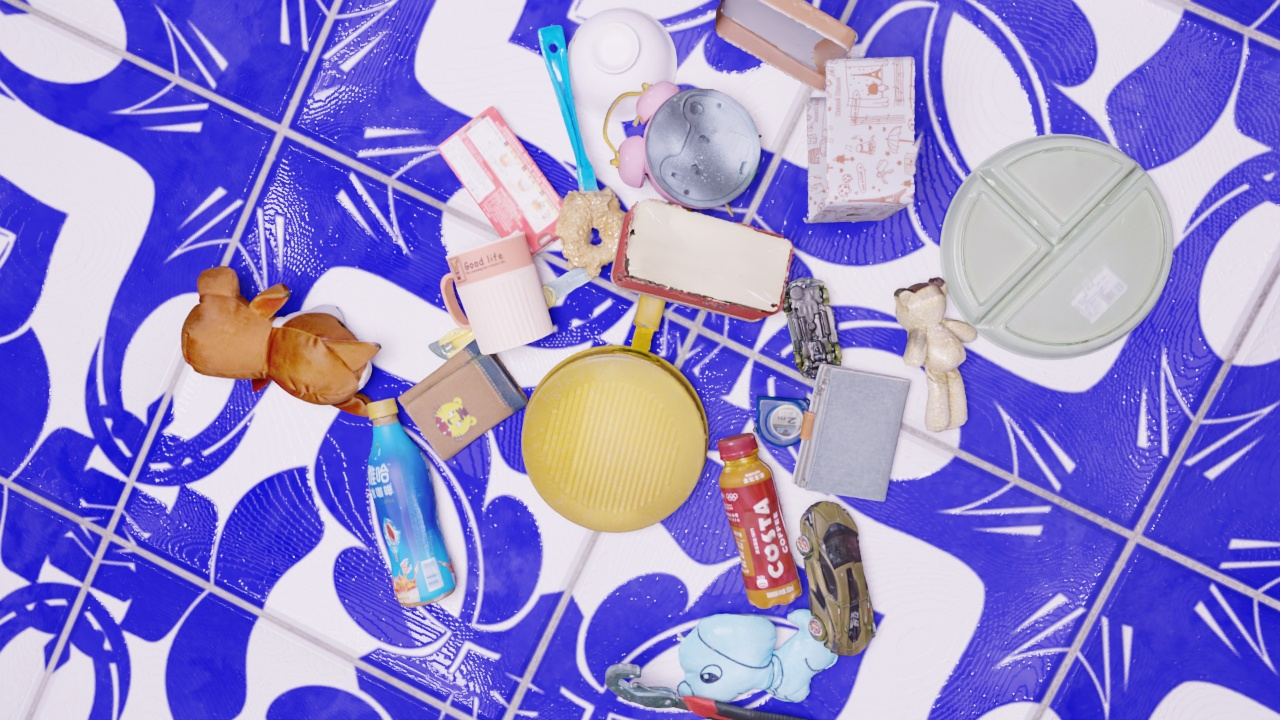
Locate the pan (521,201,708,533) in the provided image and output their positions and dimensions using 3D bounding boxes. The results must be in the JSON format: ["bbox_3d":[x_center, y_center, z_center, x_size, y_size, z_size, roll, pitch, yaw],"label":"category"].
[{"bbox_3d":[-0.006,0.006,0.959,0.198,0.078,0.358,16,100,0],"label":"pan"}]

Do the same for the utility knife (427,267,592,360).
[{"bbox_3d":[-0.135,-0.053,0.984,0.205,0.021,0.031,-29,99,1],"label":"utility knife"}]

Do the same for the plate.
[{"bbox_3d":[0.421,-0.114,0.923,0.230,0.027,0.230,0,93,6],"label":"plate"}]

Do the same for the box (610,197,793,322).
[{"bbox_3d":[0.063,-0.100,0.903,0.168,0.076,0.091,13,83,-14],"label":"box"}]

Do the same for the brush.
[{"bbox_3d":[-0.064,-0.210,0.932,0.083,0.046,0.254,-13,95,-10],"label":"brush"}]

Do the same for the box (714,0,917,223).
[{"bbox_3d":[0.171,-0.250,0.863,0.134,0.179,0.270,-31,91,6],"label":"box"}]

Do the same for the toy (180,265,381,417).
[{"bbox_3d":[-0.368,-0.016,0.963,0.199,0.140,0.130,21,53,2],"label":"toy"}]

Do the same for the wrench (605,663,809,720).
[{"bbox_3d":[0.090,0.361,0.948,0.273,0.016,0.056,20,132,-11],"label":"wrench"}]

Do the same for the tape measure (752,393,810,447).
[{"bbox_3d":[0.147,0.063,0.957,0.058,0.025,0.054,4,95,6],"label":"tape measure"}]

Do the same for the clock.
[{"bbox_3d":[0.039,-0.215,0.920,0.158,0.060,0.117,21,87,-11],"label":"clock"}]

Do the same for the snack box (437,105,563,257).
[{"bbox_3d":[-0.140,-0.185,0.970,0.075,0.025,0.153,-36,90,5],"label":"snack box"}]

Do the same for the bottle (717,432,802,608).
[{"bbox_3d":[0.119,0.163,0.948,0.057,0.057,0.175,-14,91,5],"label":"bottle"}]

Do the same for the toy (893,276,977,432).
[{"bbox_3d":[0.296,-0.003,0.928,0.105,0.066,0.157,-16,96,-27],"label":"toy"}]

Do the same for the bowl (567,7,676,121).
[{"bbox_3d":[-0.023,-0.309,0.934,0.118,0.064,0.118,0,93,4],"label":"bowl"}]

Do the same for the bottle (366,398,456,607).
[{"bbox_3d":[-0.252,0.149,0.977,0.065,0.065,0.218,-14,91,5],"label":"bottle"}]

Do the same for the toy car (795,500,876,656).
[{"bbox_3d":[0.200,0.222,0.937,0.070,0.042,0.158,-12,90,-34],"label":"toy car"}]

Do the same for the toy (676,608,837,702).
[{"bbox_3d":[0.113,0.310,0.960,0.156,0.049,0.161,36,101,-6],"label":"toy"}]

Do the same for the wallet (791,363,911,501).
[{"bbox_3d":[0.214,0.073,0.941,0.106,0.037,0.130,10,96,-13],"label":"wallet"}]

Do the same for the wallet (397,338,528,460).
[{"bbox_3d":[-0.190,0.041,0.982,0.115,0.033,0.090,-35,96,9],"label":"wallet"}]

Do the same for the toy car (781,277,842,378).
[{"bbox_3d":[0.175,-0.034,0.944,0.048,0.032,0.105,-13,97,5],"label":"toy car"}]

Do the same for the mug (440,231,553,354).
[{"bbox_3d":[-0.154,-0.065,0.938,0.115,0.081,0.106,-12,101,32],"label":"mug"}]
